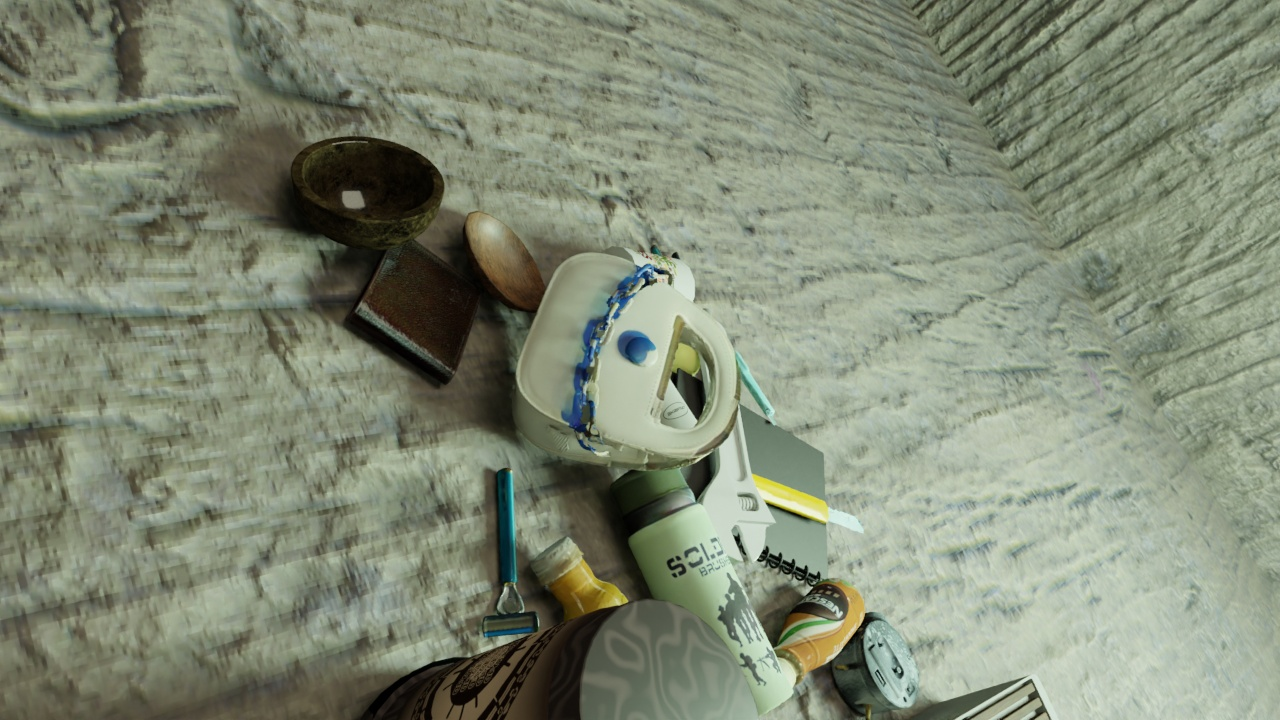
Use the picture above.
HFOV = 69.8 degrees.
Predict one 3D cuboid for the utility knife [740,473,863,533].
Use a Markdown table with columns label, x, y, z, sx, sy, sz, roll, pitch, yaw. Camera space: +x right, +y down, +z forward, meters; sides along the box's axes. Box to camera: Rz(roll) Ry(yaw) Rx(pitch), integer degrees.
| label | x | y | z | sx | sy | sz | roll | pitch | yaw |
| --- | --- | --- | --- | --- | --- | --- | --- | --- | --- |
| utility knife | 0.171 | 0.154 | 0.980 | 0.206 | 0.018 | 0.030 | 21 | 57 | -29 |

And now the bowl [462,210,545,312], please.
| label | x | y | z | sx | sy | sz | roll | pitch | yaw |
| --- | --- | --- | --- | --- | --- | --- | --- | --- | --- |
| bowl | -0.135 | -0.088 | 0.870 | 0.101 | 0.026 | 0.114 | 15 | 46 | -58 |

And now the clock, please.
| label | x | y | z | sx | sy | sz | roll | pitch | yaw |
| --- | --- | --- | --- | --- | --- | --- | --- | --- | --- |
| clock | 0.248 | 0.314 | 0.953 | 0.129 | 0.052 | 0.090 | -19 | 76 | -52 |

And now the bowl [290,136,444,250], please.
| label | x | y | z | sx | sy | sz | roll | pitch | yaw |
| --- | --- | --- | --- | --- | --- | --- | --- | --- | --- |
| bowl | -0.229 | -0.131 | 0.771 | 0.121 | 0.056 | 0.121 | 11 | 42 | -10 |

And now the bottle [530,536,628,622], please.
| label | x | y | z | sx | sy | sz | roll | pitch | yaw |
| --- | --- | --- | --- | --- | --- | --- | --- | --- | --- |
| bottle | -0.018 | 0.225 | 0.730 | 0.186 | 0.053 | 0.053 | 53 | 36 | 0 |

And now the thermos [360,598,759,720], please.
| label | x | y | z | sx | sy | sz | roll | pitch | yaw |
| --- | --- | --- | --- | --- | --- | --- | --- | --- | --- |
| thermos | -0.055 | 0.236 | 0.533 | 0.172 | 0.227 | 0.172 | 28 | 43 | -31 |

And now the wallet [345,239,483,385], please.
| label | x | y | z | sx | sy | sz | roll | pitch | yaw |
| --- | --- | --- | --- | --- | --- | --- | --- | --- | --- |
| wallet | -0.187 | -0.049 | 0.785 | 0.099 | 0.031 | 0.119 | 38 | 37 | -23 |

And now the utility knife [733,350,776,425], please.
| label | x | y | z | sx | sy | sz | roll | pitch | yaw |
| --- | --- | --- | --- | --- | --- | --- | --- | --- | --- |
| utility knife | 0.130 | 0.030 | 1.057 | 0.022 | 0.015 | 0.119 | 20 | 30 | -43 |

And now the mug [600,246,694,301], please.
| label | x | y | z | sx | sy | sz | roll | pitch | yaw |
| --- | --- | --- | --- | --- | --- | --- | --- | --- | --- |
| mug | 0.001 | -0.063 | 0.976 | 0.089 | 0.074 | 0.105 | 5 | 84 | -46 |

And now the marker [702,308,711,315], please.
| label | x | y | z | sx | sy | sz | roll | pitch | yaw |
| --- | --- | --- | --- | --- | --- | --- | --- | --- | --- |
| marker | 0.079 | -0.003 | 1.052 | 0.016 | 0.016 | 0.140 | 27 | 44 | -32 |

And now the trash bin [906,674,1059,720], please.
| label | x | y | z | sx | sy | sz | roll | pitch | yaw |
| --- | --- | --- | --- | --- | --- | --- | --- | --- | --- |
| trash bin | 0.326 | 0.406 | 0.910 | 0.228 | 0.115 | 0.114 | 2 | 60 | -47 |

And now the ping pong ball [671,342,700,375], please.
| label | x | y | z | sx | sy | sz | roll | pitch | yaw |
| --- | --- | --- | --- | --- | --- | --- | --- | --- | --- |
| ping pong ball | 0.045 | 0.001 | 0.990 | 0.040 | 0.040 | 0.040 | 28 | 43 | -31 |

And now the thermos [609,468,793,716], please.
| label | x | y | z | sx | sy | sz | roll | pitch | yaw |
| --- | --- | --- | --- | --- | --- | --- | --- | --- | --- |
| thermos | 0.049 | 0.198 | 0.808 | 0.082 | 0.083 | 0.231 | -9 | 68 | -51 |

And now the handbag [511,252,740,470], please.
| label | x | y | z | sx | sy | sz | roll | pitch | yaw |
| --- | --- | --- | --- | --- | --- | --- | --- | --- | --- |
| handbag | -0.005 | 0.005 | 0.809 | 0.199 | 0.093 | 0.200 | 16 | 58 | -2 |

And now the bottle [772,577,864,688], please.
| label | x | y | z | sx | sy | sz | roll | pitch | yaw |
| --- | --- | --- | --- | --- | --- | --- | --- | --- | --- |
| bottle | 0.162 | 0.270 | 0.887 | 0.166 | 0.059 | 0.059 | -24 | 80 | -53 |

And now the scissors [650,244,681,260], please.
| label | x | y | z | sx | sy | sz | roll | pitch | yaw |
| --- | --- | --- | --- | --- | --- | --- | --- | --- | --- |
| scissors | 0.040 | -0.073 | 1.063 | 0.148 | 0.019 | 0.131 | 47 | 39 | -11 |

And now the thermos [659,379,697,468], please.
| label | x | y | z | sx | sy | sz | roll | pitch | yaw |
| --- | --- | --- | --- | --- | --- | --- | --- | --- | --- |
| thermos | -0.012 | 0.003 | 0.899 | 0.052 | 0.052 | 0.224 | -13 | 65 | -51 |

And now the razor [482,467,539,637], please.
| label | x | y | z | sx | sy | sz | roll | pitch | yaw |
| --- | --- | --- | --- | --- | --- | --- | --- | --- | --- |
| razor | -0.105 | 0.149 | 0.725 | 0.042 | 0.022 | 0.143 | -3 | 52 | -8 |

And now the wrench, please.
| label | x | y | z | sx | sy | sz | roll | pitch | yaw |
| --- | --- | --- | --- | --- | --- | --- | --- | --- | --- |
| wrench | 0.080 | 0.074 | 0.931 | 0.086 | 0.018 | 0.272 | 9 | 57 | -29 |

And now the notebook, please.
| label | x | y | z | sx | sy | sz | roll | pitch | yaw |
| --- | --- | --- | --- | --- | --- | --- | --- | --- | --- |
| notebook | 0.116 | 0.128 | 0.972 | 0.231 | 0.019 | 0.168 | 30 | 48 | -29 |
